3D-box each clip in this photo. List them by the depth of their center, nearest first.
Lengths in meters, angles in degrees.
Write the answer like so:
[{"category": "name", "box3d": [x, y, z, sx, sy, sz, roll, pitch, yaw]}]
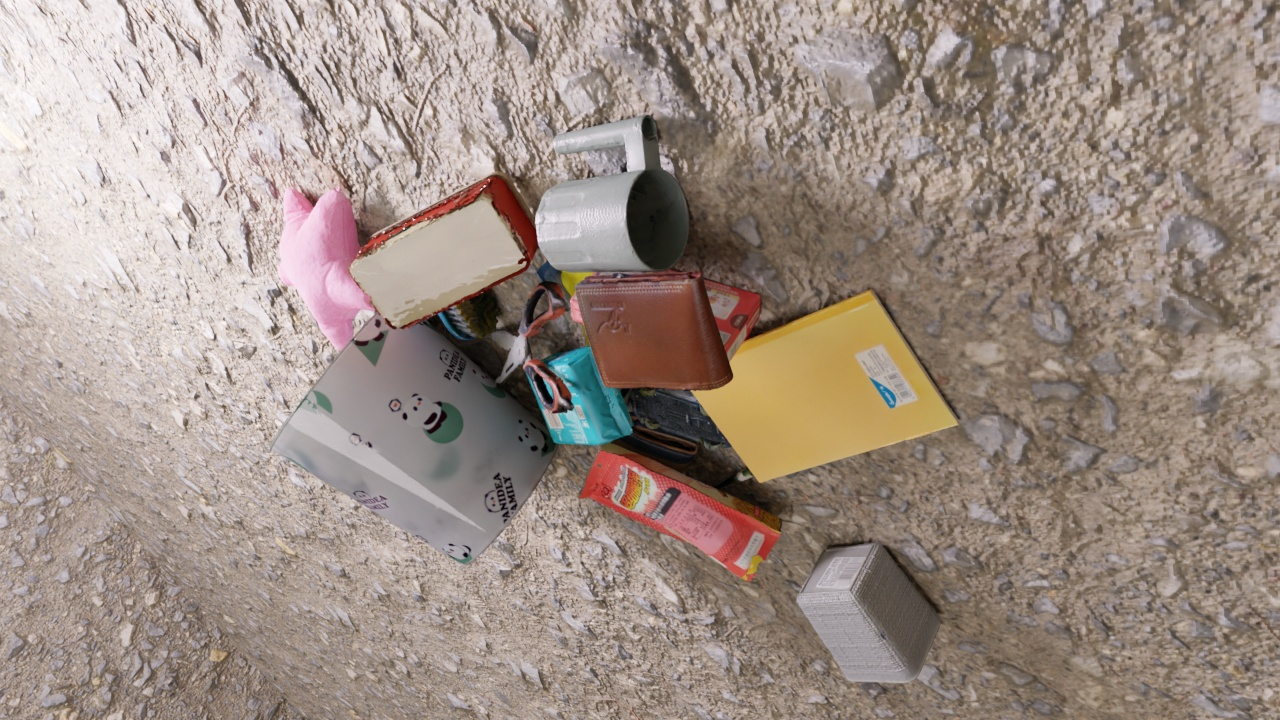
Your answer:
[{"category": "clip", "box3d": [-0.078, -0.071, 0.900, 0.036, 0.025, 0.058, 5, 137, 44]}]

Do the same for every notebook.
[{"category": "notebook", "box3d": [0.149, 0.031, 0.805, 0.207, 0.010, 0.146, -24, 112, 38]}]

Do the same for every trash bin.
[{"category": "trash bin", "box3d": [-0.246, 0.086, 1.049, 0.252, 0.228, 0.230, 38, 143, -10]}]

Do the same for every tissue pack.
[{"category": "tissue pack", "box3d": [-0.062, 0.036, 0.940, 0.134, 0.050, 0.093, -6, 108, 61]}]

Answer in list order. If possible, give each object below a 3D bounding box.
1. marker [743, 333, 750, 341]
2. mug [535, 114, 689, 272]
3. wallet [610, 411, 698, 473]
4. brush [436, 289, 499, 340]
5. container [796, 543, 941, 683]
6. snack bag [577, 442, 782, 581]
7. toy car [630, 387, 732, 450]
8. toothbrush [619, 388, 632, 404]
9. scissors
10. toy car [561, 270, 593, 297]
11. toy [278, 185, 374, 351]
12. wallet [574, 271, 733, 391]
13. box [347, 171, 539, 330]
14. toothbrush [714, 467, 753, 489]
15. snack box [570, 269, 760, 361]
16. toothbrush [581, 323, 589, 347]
[{"category": "marker", "box3d": [0.102, 0.025, 0.860, 0.017, 0.017, 0.145, 13, 136, 29]}, {"category": "mug", "box3d": [-0.026, -0.134, 0.763, 0.104, 0.083, 0.124, 2, 103, 39]}, {"category": "wallet", "box3d": [0.006, 0.105, 0.994, 0.090, 0.033, 0.115, 21, 142, -1]}, {"category": "brush", "box3d": [-0.207, -0.083, 0.965, 0.074, 0.055, 0.144, 2, 130, 35]}, {"category": "container", "box3d": [0.229, 0.254, 0.935, 0.090, 0.090, 0.114, -21, 111, 48]}, {"category": "snack bag", "box3d": [0.039, 0.158, 0.974, 0.208, 0.073, 0.129, 26, 146, 0]}, {"category": "toy car", "box3d": [0.045, 0.050, 0.914, 0.121, 0.036, 0.054, 14, 134, 29]}, {"category": "toothbrush", "box3d": [-0.005, 0.005, 0.915, 0.016, 0.018, 0.192, 22, 137, -2]}, {"category": "scissors", "box3d": [-0.112, -0.011, 0.930, 0.226, 0.015, 0.189, 50, 139, 44]}, {"category": "toy car", "box3d": [-0.043, -0.054, 0.883, 0.048, 0.032, 0.105, -5, 123, 42]}, {"category": "toy", "box3d": [-0.345, -0.110, 1.017, 0.194, 0.074, 0.179, 44, 131, 27]}, {"category": "wallet", "box3d": [0.010, -0.024, 0.751, 0.125, 0.032, 0.101, 1, 122, 35]}, {"category": "box", "box3d": [-0.185, -0.099, 0.862, 0.169, 0.078, 0.091, -23, 116, 20]}, {"category": "toothbrush", "box3d": [0.115, 0.117, 0.947, 0.017, 0.012, 0.186, 38, 143, -9]}, {"category": "snack box", "box3d": [0.021, -0.046, 0.804, 0.153, 0.075, 0.025, 18, 140, 23]}, {"category": "toothbrush", "box3d": [-0.035, 0.031, 0.977, 0.017, 0.015, 0.190, 10, 134, 25]}]
